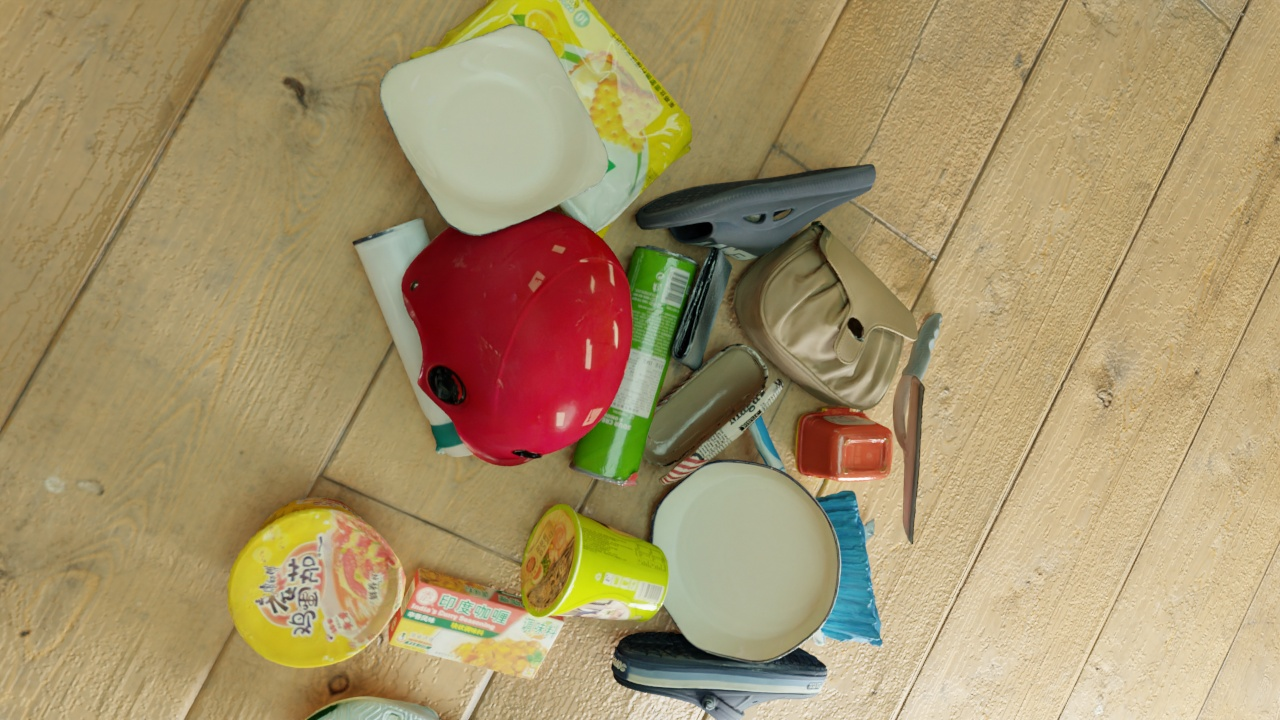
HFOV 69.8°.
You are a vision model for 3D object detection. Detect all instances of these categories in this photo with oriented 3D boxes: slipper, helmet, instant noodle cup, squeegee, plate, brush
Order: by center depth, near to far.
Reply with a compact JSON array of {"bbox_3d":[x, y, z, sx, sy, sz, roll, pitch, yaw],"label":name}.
[{"bbox_3d":[-0.125,-0.194,0.789,0.164,0.034,0.163,-27,89,-21],"label":"plate"},{"bbox_3d":[-0.085,-0.023,0.821,0.206,0.144,0.240,-23,103,-46],"label":"helmet"},{"bbox_3d":[-0.291,0.188,0.821,0.138,0.110,0.138,-2,96,-20],"label":"instant noodle cup"},{"bbox_3d":[-0.227,0.384,0.891,0.245,0.074,0.104,37,81,-36],"label":"slipper"},{"bbox_3d":[-0.041,0.213,0.925,0.123,0.112,0.111,21,88,-30],"label":"instant noodle cup"},{"bbox_3d":[0.128,-0.147,0.941,0.267,0.111,0.083,-15,104,-22],"label":"slipper"},{"bbox_3d":[0.108,0.203,0.946,0.045,0.205,0.205,7,95,-62],"label":"plate"},{"bbox_3d":[0.175,0.147,0.967,0.110,0.060,0.314,-11,84,17],"label":"brush"},{"bbox_3d":[0.088,0.348,0.983,0.252,0.105,0.095,11,93,-22],"label":"slipper"},{"bbox_3d":[0.302,0.029,1.010,0.248,0.040,0.248,77,28,-42],"label":"squeegee"}]

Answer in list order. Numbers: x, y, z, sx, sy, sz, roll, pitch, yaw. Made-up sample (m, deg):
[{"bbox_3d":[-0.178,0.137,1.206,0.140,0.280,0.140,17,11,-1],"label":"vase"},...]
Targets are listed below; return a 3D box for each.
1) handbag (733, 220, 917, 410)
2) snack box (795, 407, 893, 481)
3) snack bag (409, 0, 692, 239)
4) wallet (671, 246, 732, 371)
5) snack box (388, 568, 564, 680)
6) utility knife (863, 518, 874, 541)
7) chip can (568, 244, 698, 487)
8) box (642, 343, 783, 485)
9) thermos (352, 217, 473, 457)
[{"bbox_3d":[0.206,-0.042,0.984,0.204,0.100,0.147,38,80,-25],"label":"handbag"},{"bbox_3d":[0.228,0.096,1.019,0.091,0.080,0.082,0,96,-20],"label":"snack box"},{"bbox_3d":[-0.074,-0.246,0.873,0.246,0.068,0.158,45,79,-18],"label":"snack bag"},{"bbox_3d":[0.065,-0.051,0.940,0.019,0.097,0.121,19,89,14],"label":"wallet"},{"bbox_3d":[-0.162,0.263,0.913,0.155,0.027,0.077,22,105,-21],"label":"snack box"},{"bbox_3d":[0.200,0.247,1.060,0.201,0.015,0.033,-35,109,-14],"label":"utility knife"},{"bbox_3d":[-0.005,0.005,0.926,0.072,0.072,0.236,16,90,-21],"label":"chip can"},{"bbox_3d":[0.071,0.058,0.941,0.162,0.086,0.075,-39,107,1],"label":"box"},{"bbox_3d":[-0.192,-0.017,0.857,0.073,0.073,0.224,-23,104,-17],"label":"thermos"}]
